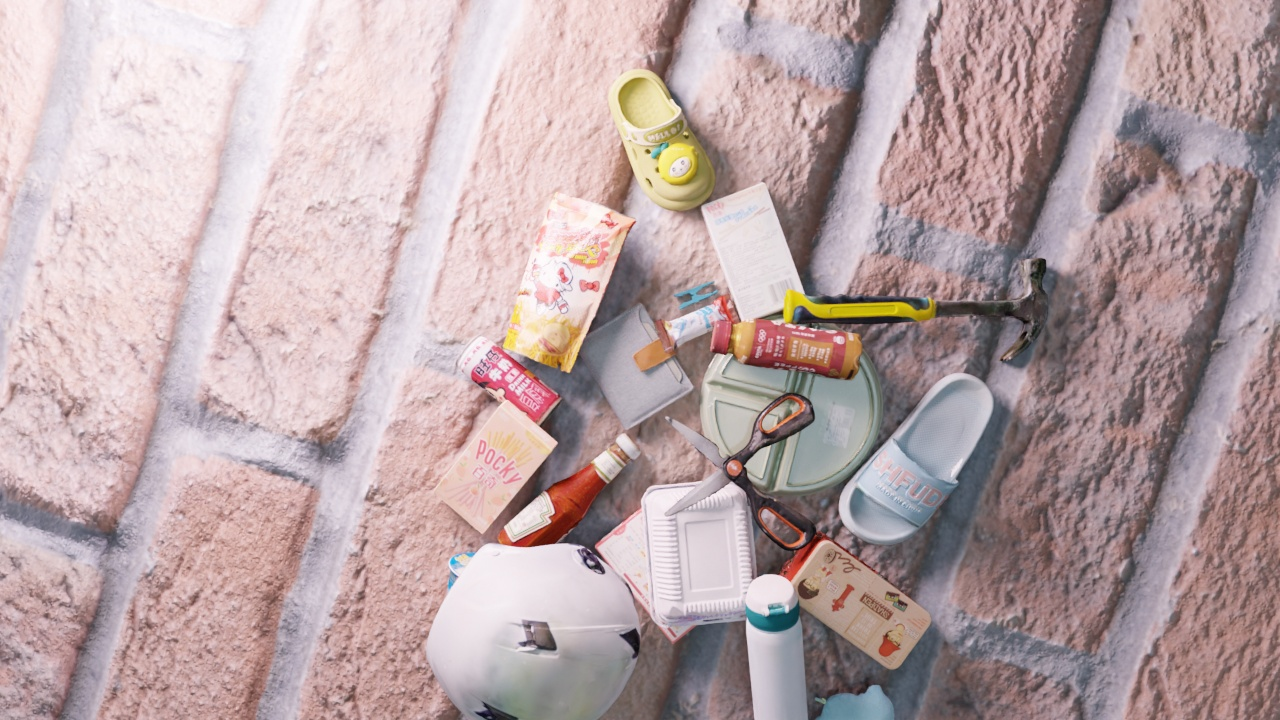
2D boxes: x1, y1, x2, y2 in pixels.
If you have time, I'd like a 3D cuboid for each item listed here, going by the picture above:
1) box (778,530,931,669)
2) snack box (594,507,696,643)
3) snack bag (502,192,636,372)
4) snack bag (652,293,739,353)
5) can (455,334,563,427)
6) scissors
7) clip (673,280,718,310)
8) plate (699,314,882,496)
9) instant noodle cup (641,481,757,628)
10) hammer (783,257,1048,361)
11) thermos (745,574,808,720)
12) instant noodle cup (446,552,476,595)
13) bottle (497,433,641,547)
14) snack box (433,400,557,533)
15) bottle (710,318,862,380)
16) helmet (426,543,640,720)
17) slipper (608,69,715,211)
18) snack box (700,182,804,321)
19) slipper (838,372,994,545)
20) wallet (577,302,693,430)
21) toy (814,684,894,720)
[{"bbox_3d":[0.256,0.290,1.121,0.168,0.077,0.091,36,90,-4],"label":"box"},{"bbox_3d":[0.021,0.268,1.148,0.077,0.027,0.156,-39,89,1],"label":"snack box"},{"bbox_3d":[-0.094,-0.096,1.129,0.129,0.073,0.208,21,92,29],"label":"snack bag"},{"bbox_3d":[0.071,-0.046,1.139,0.104,0.026,0.048,-19,78,-14],"label":"snack bag"},{"bbox_3d":[-0.164,0.027,1.142,0.133,0.053,0.053,38,91,2],"label":"can"},{"bbox_3d":[0.130,0.125,1.093,0.230,0.022,0.220,39,77,-3],"label":"scissors"},{"bbox_3d":[0.070,-0.082,1.153,0.057,0.014,0.046,-23,87,3],"label":"clip"},{"bbox_3d":[0.189,0.056,1.142,0.230,0.027,0.230,0,91,3],"label":"plate"},{"bbox_3d":[0.077,0.234,1.110,0.138,0.060,0.173,-3,84,-9],"label":"instant noodle cup"},{"bbox_3d":[0.337,-0.060,1.121,0.323,0.032,0.126,-1,91,-3],"label":"hammer"},{"bbox_3d":[0.161,0.360,1.087,0.073,0.073,0.224,-6,111,2],"label":"thermos"},{"bbox_3d":[-0.201,0.308,1.129,0.099,0.099,0.110,17,97,2],"label":"instant noodle cup"},{"bbox_3d":[-0.085,0.171,1.139,0.206,0.060,0.060,-42,88,-2],"label":"bottle"},{"bbox_3d":[-0.181,0.133,1.133,0.084,0.026,0.157,40,111,1],"label":"snack box"},{"bbox_3d":[0.173,-0.016,1.099,0.175,0.057,0.057,8,90,2],"label":"bottle"},{"bbox_3d":[-0.105,0.336,1.045,0.258,0.146,0.229,22,102,-27],"label":"helmet"},{"bbox_3d":[0.021,-0.274,1.123,0.092,0.081,0.190,-28,86,4],"label":"slipper"},{"bbox_3d":[0.140,-0.133,1.143,0.085,0.027,0.157,-20,89,3],"label":"snack box"},{"bbox_3d":[0.344,0.123,1.112,0.104,0.074,0.245,37,90,1],"label":"slipper"},{"bbox_3d":[-0.007,0.007,1.145,0.106,0.037,0.129,-31,89,3],"label":"wallet"},{"bbox_3d":[0.268,0.475,1.128,0.156,0.049,0.161,34,99,-5],"label":"toy"}]
